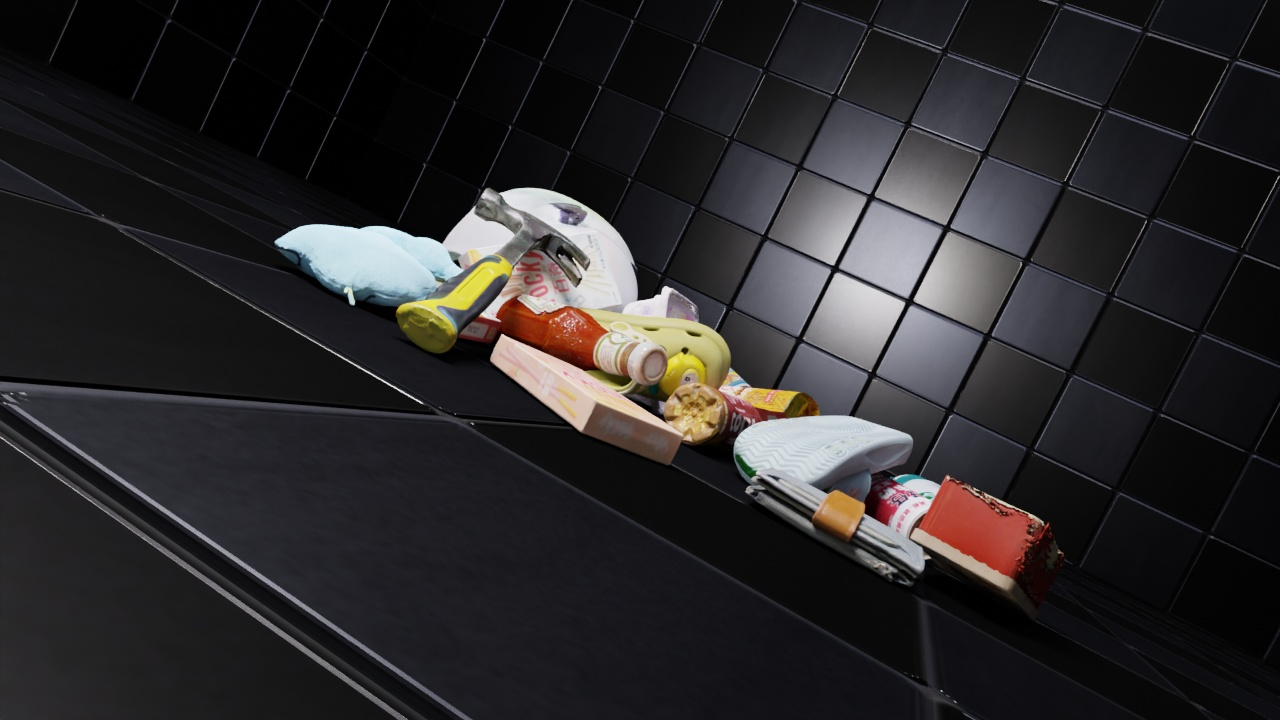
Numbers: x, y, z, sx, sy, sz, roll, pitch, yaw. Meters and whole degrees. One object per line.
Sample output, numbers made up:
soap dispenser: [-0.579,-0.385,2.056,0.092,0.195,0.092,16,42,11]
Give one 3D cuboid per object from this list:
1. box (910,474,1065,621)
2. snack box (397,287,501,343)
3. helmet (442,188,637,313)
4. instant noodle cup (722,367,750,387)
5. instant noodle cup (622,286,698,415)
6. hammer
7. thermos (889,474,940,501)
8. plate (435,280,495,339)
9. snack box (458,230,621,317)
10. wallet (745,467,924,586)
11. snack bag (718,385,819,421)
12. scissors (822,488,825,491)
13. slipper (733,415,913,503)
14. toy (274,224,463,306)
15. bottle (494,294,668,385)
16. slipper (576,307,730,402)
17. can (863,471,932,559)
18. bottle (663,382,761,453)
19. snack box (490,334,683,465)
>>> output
box: [0.293,0.149,0.749,0.091,0.077,0.168,28,-6,35]
snack box: [-0.208,-0.061,0.827,0.156,0.027,0.077,27,3,15]
helmet: [-0.100,-0.115,1.078,0.229,0.146,0.258,29,3,43]
instant noodle cup: [0.104,0.039,1.355,0.110,0.099,0.099,40,10,39]
instant noodle cup: [0.018,-0.008,1.044,0.060,0.138,0.173,5,-3,14]
hammer: [-0.121,-0.074,0.767,0.126,0.032,0.322,30,21,-4]
thermos: [0.351,0.183,1.072,0.073,0.073,0.224,26,2,-11]
plate: [-0.152,-0.042,1.030,0.230,0.027,0.230,27,2,-1]
snack box: [-0.098,-0.079,0.927,0.156,0.084,0.027,-15,-6,-35]
wallet: [0.144,0.115,0.670,0.130,0.037,0.106,28,1,16]
snack bag: [0.122,0.063,1.175,0.208,0.073,0.128,10,-9,44]
scissors: [0.173,0.118,1.088,0.220,0.021,0.230,26,0,-22]
slipper: [0.171,0.097,0.850,0.104,0.074,0.244,18,13,39]
toy: [-0.209,-0.076,0.737,0.161,0.050,0.156,18,19,-24]
bottle: [-0.055,-0.016,0.803,0.059,0.059,0.206,24,-5,-41]
slipper: [-0.005,0.005,0.899,0.190,0.092,0.081,12,29,-6]
can: [0.239,0.143,0.885,0.053,0.053,0.133,25,3,-23]
bottle: [0.080,0.061,0.907,0.057,0.057,0.174,27,3,25]
snack box: [-0.044,0.027,0.682,0.084,0.026,0.157,25,2,-37]
